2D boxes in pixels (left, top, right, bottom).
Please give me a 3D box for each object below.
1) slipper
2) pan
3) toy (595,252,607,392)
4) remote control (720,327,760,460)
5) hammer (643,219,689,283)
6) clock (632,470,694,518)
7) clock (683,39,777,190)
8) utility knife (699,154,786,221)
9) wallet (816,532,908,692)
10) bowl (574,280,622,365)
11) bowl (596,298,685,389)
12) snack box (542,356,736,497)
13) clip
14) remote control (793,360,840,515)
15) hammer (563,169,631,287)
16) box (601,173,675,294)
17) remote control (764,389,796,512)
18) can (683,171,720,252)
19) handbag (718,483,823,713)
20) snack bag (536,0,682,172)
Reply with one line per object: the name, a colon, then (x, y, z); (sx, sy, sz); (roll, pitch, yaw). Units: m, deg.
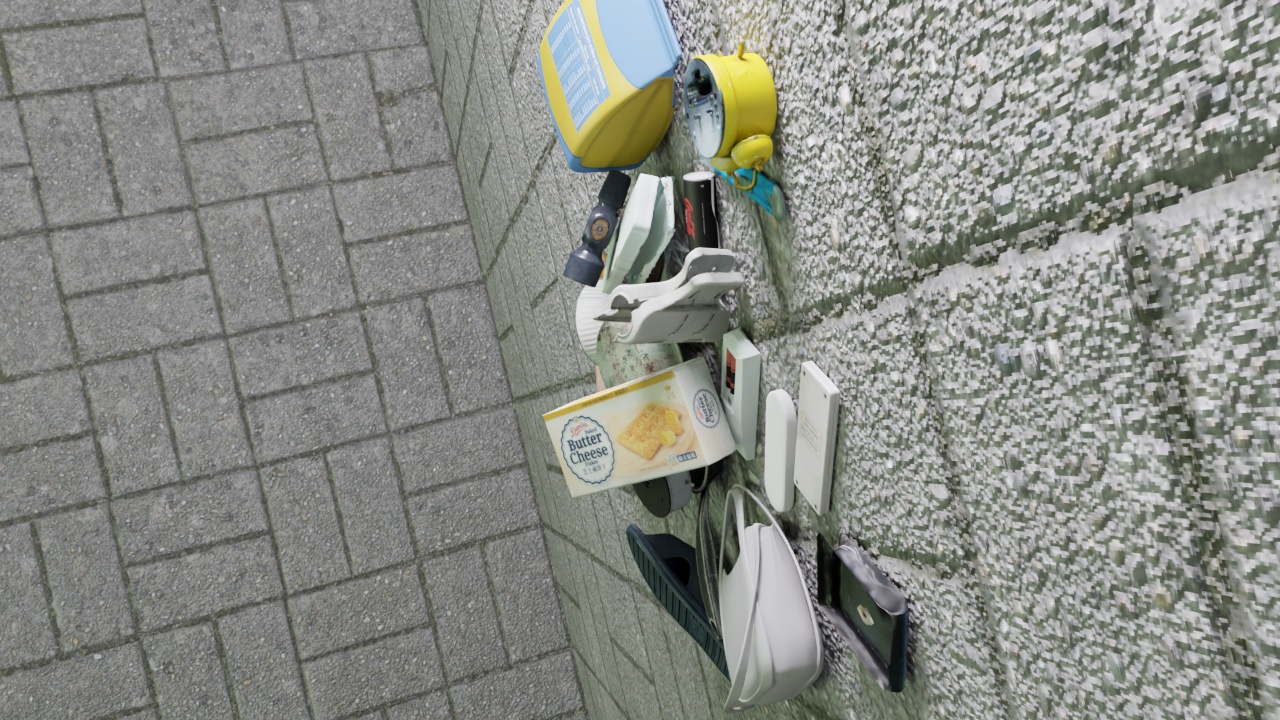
slipper: (0.084, 0.297, 1.145); (0.263, 0.082, 0.101); (47, 155, 25)
pan: (0.069, 0.147, 1.086); (0.187, 0.055, 0.356); (146, 110, -74)
toy: (-0.036, -0.017, 1.307); (0.196, 0.065, 0.265); (-111, 15, -64)
remote control: (0.099, 0.035, 0.939); (0.049, 0.024, 0.144); (-121, 23, -50)
hammer: (-0.002, -0.041, 1.125); (0.146, 0.028, 0.318); (-106, 24, -49)
clock: (0.016, 0.126, 1.078); (0.122, 0.035, 0.095); (51, 149, 35)
clock: (0.075, -0.199, 0.760); (0.083, 0.057, 0.119); (-156, 55, -71)
utility knife: (0.088, -0.165, 0.827); (0.178, 0.015, 0.031); (-125, 31, -58)
wallet: (0.186, 0.206, 0.764); (0.115, 0.026, 0.089); (-128, 28, -57)
bowl: (-0.027, -0.052, 1.215); (0.062, 0.117, 0.118); (-7, 98, 33)
bowl: (-0.006, 0.006, 1.059); (0.157, 0.038, 0.158); (37, 136, 45)
snack box: (-0.006, 0.076, 0.993); (0.208, 0.057, 0.104); (-20, 90, 40)
clip: (0.043, -0.047, 0.915); (0.153, 0.126, 0.096); (-21, 77, 51)
remote control: (0.152, 0.069, 0.797); (0.050, 0.011, 0.136); (-123, 24, -52)
hammer: (-0.051, -0.175, 1.156); (0.321, 0.040, 0.129); (-103, 35, -78)
box: (-0.006, -0.134, 1.011); (0.199, 0.066, 0.083); (124, 132, -69)
remote control: (0.134, 0.088, 0.879); (0.043, 0.013, 0.137); (-124, 26, -54)
can: (0.061, -0.144, 0.909); (0.031, 0.031, 0.080); (-131, 31, -61)
handbag: (0.112, 0.241, 0.964); (0.216, 0.095, 0.222); (100, 162, -57)
snack bag: (-0.022, -0.316, 0.961); (0.206, 0.102, 0.159); (-44, 59, 58)
